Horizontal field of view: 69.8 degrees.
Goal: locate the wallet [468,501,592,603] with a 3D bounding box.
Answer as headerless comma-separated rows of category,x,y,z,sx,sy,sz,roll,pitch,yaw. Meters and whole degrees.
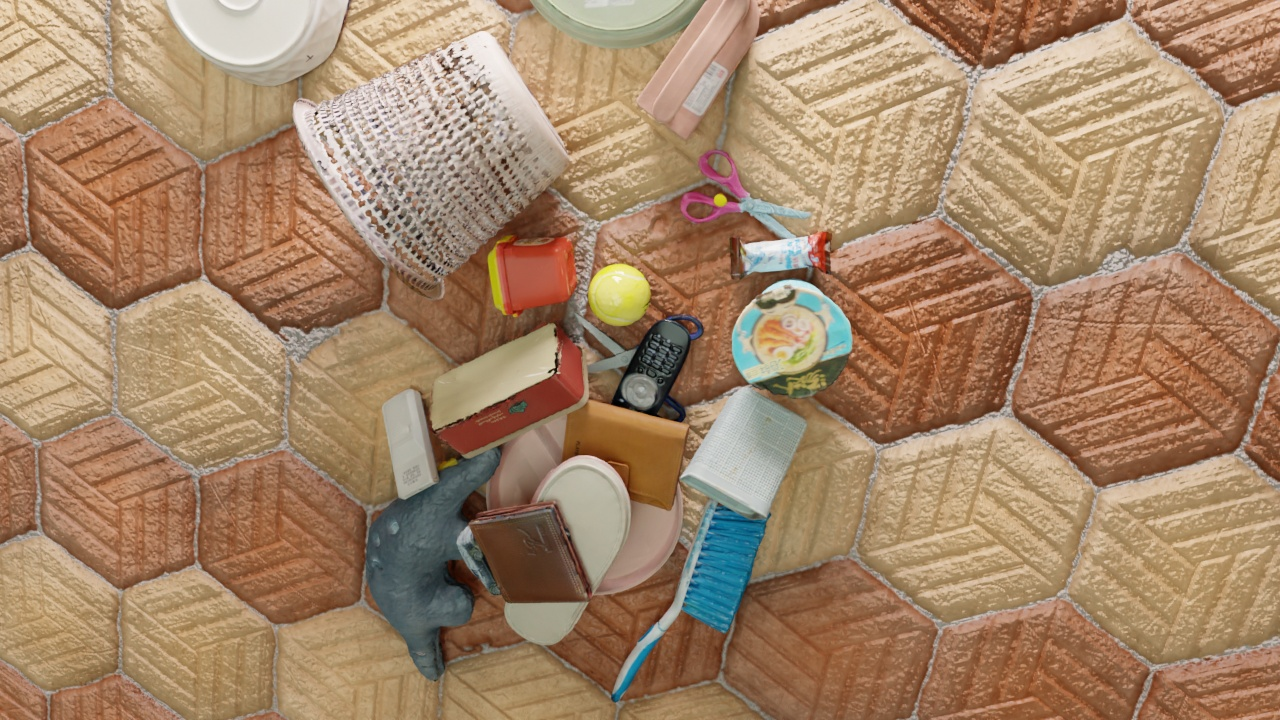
wallet,-0.116,0.211,0.987,0.101,0.032,0.124,-11,113,21

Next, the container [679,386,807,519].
container,0.110,0.096,0.954,0.090,0.090,0.111,30,79,1

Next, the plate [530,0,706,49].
plate,-0.021,-0.419,0.878,0.230,0.027,0.230,3,106,10

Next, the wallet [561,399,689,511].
wallet,-0.020,0.101,0.991,0.132,0.031,0.108,14,115,9

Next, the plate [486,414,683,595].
plate,-0.064,0.162,1.053,0.230,0.028,0.230,2,106,9

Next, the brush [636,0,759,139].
brush,0.061,-0.288,0.877,0.063,0.073,0.146,37,107,-1

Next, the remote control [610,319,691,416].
remote control,0.011,0.017,0.985,0.053,0.024,0.137,28,109,1

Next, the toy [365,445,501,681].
toy,-0.254,0.237,1.078,0.138,0.091,0.357,13,114,-5

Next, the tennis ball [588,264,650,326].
tennis ball,-0.022,-0.068,0.958,0.065,0.065,0.065,3,106,10

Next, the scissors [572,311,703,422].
scissors,-0.003,0.002,1.004,0.176,0.012,0.162,-25,99,18

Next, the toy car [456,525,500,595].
toy car,-0.174,0.223,1.025,0.034,0.042,0.090,-16,118,15

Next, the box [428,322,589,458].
box,-0.147,0.027,0.984,0.169,0.091,0.077,-25,135,18

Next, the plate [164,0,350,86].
plate,-0.405,-0.392,0.947,0.205,0.045,0.205,3,106,10

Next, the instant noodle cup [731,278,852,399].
instant noodle cup,0.150,-0.033,0.909,0.111,0.120,0.111,3,108,9

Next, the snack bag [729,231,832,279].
snack bag,0.143,-0.107,0.937,0.104,0.026,0.048,-1,112,10

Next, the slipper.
slipper,-0.082,0.212,1.026,0.114,0.054,0.275,24,120,6

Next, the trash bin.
trash bin,-0.185,-0.202,0.887,0.192,0.227,0.227,-32,98,5

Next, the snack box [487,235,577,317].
snack box,-0.110,-0.091,0.958,0.080,0.091,0.082,-5,106,4

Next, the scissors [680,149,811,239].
scissors,0.111,-0.168,0.933,0.137,0.017,0.094,10,106,3

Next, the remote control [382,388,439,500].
remote control,-0.262,0.093,1.035,0.049,0.024,0.124,-29,61,16

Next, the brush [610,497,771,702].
brush,0.054,0.290,1.058,0.109,0.060,0.315,20,110,10
